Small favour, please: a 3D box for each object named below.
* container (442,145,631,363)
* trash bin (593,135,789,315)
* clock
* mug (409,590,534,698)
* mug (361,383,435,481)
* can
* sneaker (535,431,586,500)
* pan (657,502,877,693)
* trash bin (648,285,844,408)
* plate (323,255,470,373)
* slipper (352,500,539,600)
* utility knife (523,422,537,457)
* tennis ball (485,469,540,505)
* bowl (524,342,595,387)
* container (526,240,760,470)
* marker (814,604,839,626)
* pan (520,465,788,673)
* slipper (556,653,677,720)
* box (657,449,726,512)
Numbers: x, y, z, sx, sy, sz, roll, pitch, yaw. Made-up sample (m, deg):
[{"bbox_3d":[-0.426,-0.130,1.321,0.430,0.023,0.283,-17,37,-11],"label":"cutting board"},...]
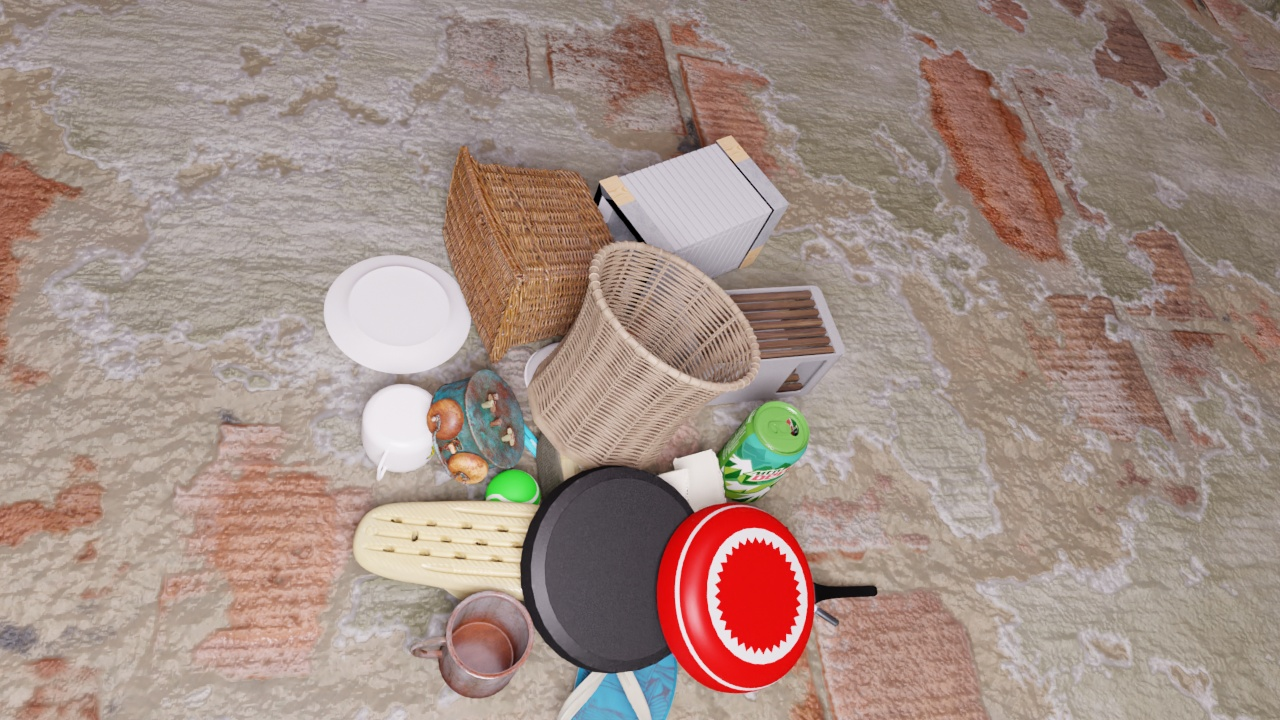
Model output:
[{"bbox_3d":[-0.139,-0.147,1.226,0.182,0.163,0.249,-7,54,-28],"label":"container"},{"bbox_3d":[0.061,-0.198,1.343,0.246,0.143,0.142,-26,70,-30],"label":"trash bin"},{"bbox_3d":[-0.194,0.080,1.080,0.121,0.073,0.157,68,23,-14],"label":"clock"},{"bbox_3d":[-0.182,0.304,0.971,0.123,0.110,0.096,3,53,-16],"label":"mug"},{"bbox_3d":[-0.288,0.089,1.093,0.094,0.068,0.115,22,55,-4],"label":"mug"},{"bbox_3d":[0.153,0.118,1.174,0.083,0.144,0.083,8,57,-13],"label":"can"},{"bbox_3d":[-0.052,0.184,1.110,0.102,0.089,0.241,0,58,-33],"label":"sneaker"},{"bbox_3d":[0.173,0.274,1.074,0.355,0.067,0.208,8,72,-33],"label":"pan"},{"bbox_3d":[0.144,-0.020,1.275,0.228,0.115,0.114,-5,61,-21],"label":"trash bin"},{"bbox_3d":[-0.319,-0.068,1.213,0.188,0.016,0.188,8,57,-13],"label":"plate"},{"bbox_3d":[-0.190,0.217,1.041,0.261,0.079,0.111,7,60,-1],"label":"slipper"},{"bbox_3d":[-0.151,0.089,1.172,0.117,0.016,0.022,46,56,10],"label":"utility knife"},{"bbox_3d":[-0.152,0.163,1.093,0.065,0.066,0.065,8,57,-13],"label":"tennis ball"},{"bbox_3d":[-0.096,0.014,1.220,0.110,0.041,0.109,8,57,-13],"label":"bowl"},{"bbox_3d":[-0.006,0.007,1.088,0.226,0.197,0.226,25,36,-20],"label":"container"},{"bbox_3d":[0.186,0.290,1.159,0.152,0.011,0.011,34,55,4],"label":"marker"},{"bbox_3d":[0.035,0.223,1.042,0.355,0.034,0.225,-4,82,-29],"label":"pan"},{"bbox_3d":[-0.036,0.397,0.990,0.118,0.060,0.294,32,55,-1],"label":"slipper"},{"bbox_3d":[0.065,0.212,1.117,0.145,0.066,0.186,-15,93,-24],"label":"box"}]
